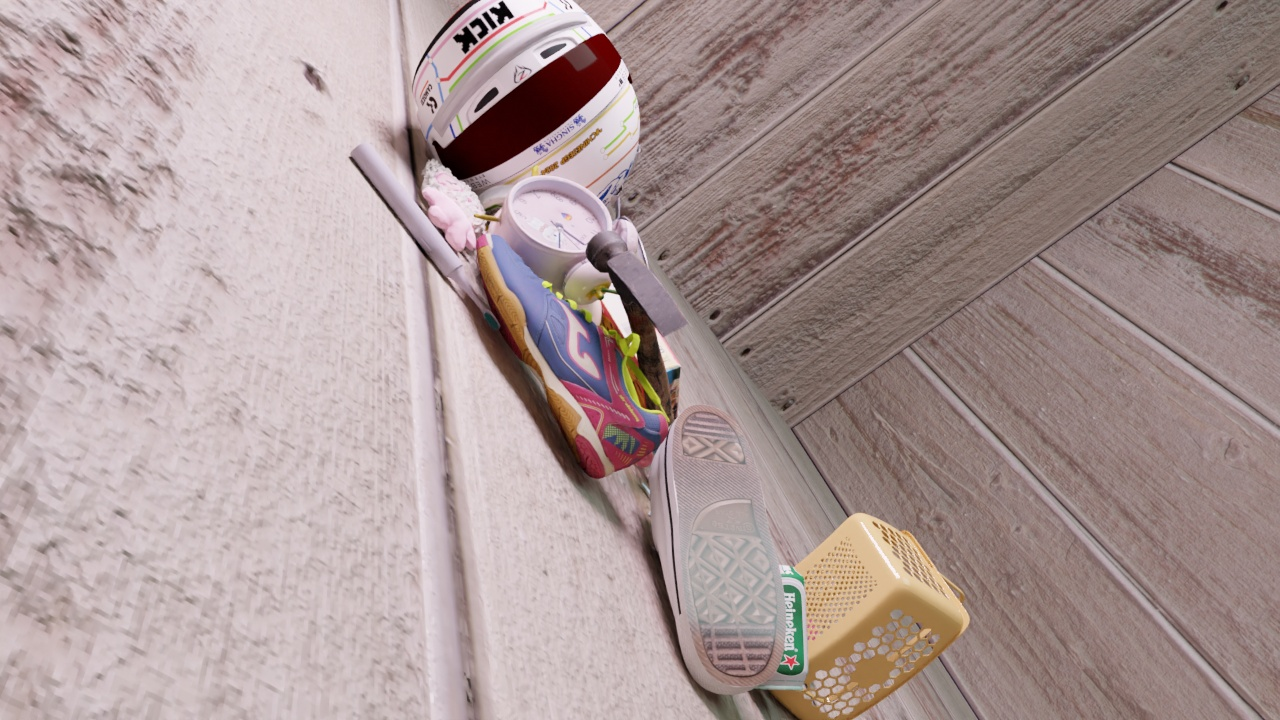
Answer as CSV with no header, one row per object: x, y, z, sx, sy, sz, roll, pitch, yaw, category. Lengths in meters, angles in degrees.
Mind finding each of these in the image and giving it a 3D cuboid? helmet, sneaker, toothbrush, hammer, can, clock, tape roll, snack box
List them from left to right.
-0.176,-0.101,0.766,0.188,0.018,0.019,53,13,-5,toothbrush
-0.129,-0.144,0.959,0.094,0.094,0.019,46,40,-44,tape roll
-0.114,-0.261,1.014,0.236,0.231,0.314,53,-2,-12,helmet
-0.067,-0.108,0.857,0.158,0.059,0.116,34,47,5,clock
-0.059,-0.017,0.779,0.241,0.091,0.116,58,-15,17,sneaker
-0.006,0.006,0.993,0.145,0.040,0.142,90,-26,-51,snack box
0.019,0.034,0.844,0.120,0.033,0.331,53,-14,37,hammer
0.045,0.158,0.751,0.091,0.097,0.245,11,46,-23,sneaker
0.115,0.228,0.784,0.053,0.053,0.101,39,49,-60,can

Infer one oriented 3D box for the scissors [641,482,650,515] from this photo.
0.045,0.173,0.888,0.129,0.014,0.118,43,14,-47,scissors

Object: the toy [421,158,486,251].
-0.178,-0.144,0.881,0.096,0.041,0.108,51,14,-25,toy

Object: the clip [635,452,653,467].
-0.011,0.082,0.937,0.060,0.023,0.045,43,12,-34,clip

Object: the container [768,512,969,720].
0.206,0.254,0.865,0.167,0.183,0.129,39,15,-36,container

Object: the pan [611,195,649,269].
-0.031,-0.159,1.162,0.201,0.050,0.356,-170,-109,-75,pan

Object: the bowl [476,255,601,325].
-0.090,-0.072,0.932,0.153,0.076,0.153,51,9,-11,bowl

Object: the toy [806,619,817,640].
0.164,0.287,0.988,0.095,0.041,0.094,52,12,-28,toy
